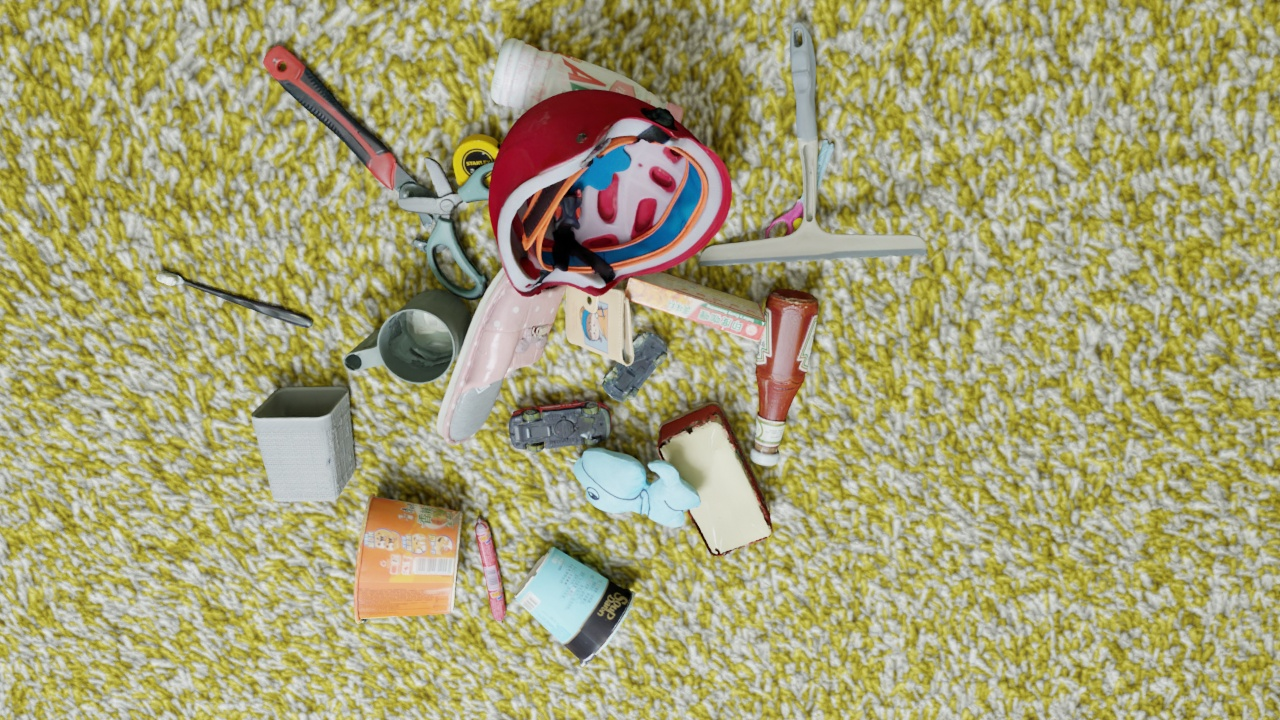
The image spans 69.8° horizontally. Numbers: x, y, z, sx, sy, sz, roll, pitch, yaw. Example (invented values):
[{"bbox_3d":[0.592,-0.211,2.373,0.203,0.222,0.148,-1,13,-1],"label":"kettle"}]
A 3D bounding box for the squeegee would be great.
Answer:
[{"bbox_3d":[0.175,-0.229,0.974,0.247,0.039,0.246,0,100,25],"label":"squeegee"}]

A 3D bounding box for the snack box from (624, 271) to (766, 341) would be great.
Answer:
[{"bbox_3d":[0.060,-0.066,1.014,0.156,0.077,0.027,18,108,-4],"label":"snack box"}]

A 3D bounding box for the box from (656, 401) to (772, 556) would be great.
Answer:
[{"bbox_3d":[0.090,0.143,1.082,0.091,0.079,0.168,-24,107,10],"label":"box"}]

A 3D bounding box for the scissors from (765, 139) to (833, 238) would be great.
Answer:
[{"bbox_3d":[0.179,-0.178,1.008,0.063,0.017,0.135,18,104,9],"label":"scissors"}]

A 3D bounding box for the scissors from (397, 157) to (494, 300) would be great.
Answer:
[{"bbox_3d":[-0.174,-0.145,1.010,0.173,0.019,0.170,-5,121,1],"label":"scissors"}]

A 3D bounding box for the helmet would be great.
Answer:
[{"bbox_3d":[-0.042,-0.178,0.910,0.239,0.144,0.208,-7,142,-31],"label":"helmet"}]

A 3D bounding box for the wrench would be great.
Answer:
[{"bbox_3d":[-0.303,-0.230,1.002,0.056,0.016,0.273,-38,104,12],"label":"wrench"}]

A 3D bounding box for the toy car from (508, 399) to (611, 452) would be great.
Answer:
[{"bbox_3d":[-0.094,0.074,1.082,0.120,0.045,0.053,-4,110,-4],"label":"toy car"}]

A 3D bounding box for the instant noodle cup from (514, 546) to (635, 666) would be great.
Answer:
[{"bbox_3d":[-0.085,0.294,1.131,0.120,0.111,0.111,38,105,-1],"label":"instant noodle cup"}]

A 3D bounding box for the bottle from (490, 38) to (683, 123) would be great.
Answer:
[{"bbox_3d":[-0.054,-0.273,0.956,0.197,0.068,0.068,16,108,-8],"label":"bottle"}]

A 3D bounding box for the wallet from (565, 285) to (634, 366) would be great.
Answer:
[{"bbox_3d":[-0.047,-0.049,1.012,0.024,0.115,0.087,-16,112,-31],"label":"wallet"}]

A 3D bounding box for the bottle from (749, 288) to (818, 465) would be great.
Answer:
[{"bbox_3d":[0.158,0.022,1.052,0.060,0.059,0.206,7,109,-1],"label":"bottle"}]

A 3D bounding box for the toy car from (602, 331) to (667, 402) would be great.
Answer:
[{"bbox_3d":[-0.006,0.006,1.063,0.043,0.034,0.091,37,104,-7],"label":"toy car"}]

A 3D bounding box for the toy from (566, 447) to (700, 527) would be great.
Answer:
[{"bbox_3d":[-0.014,0.145,1.069,0.156,0.049,0.162,37,141,4],"label":"toy"}]

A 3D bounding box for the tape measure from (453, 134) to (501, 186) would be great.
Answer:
[{"bbox_3d":[-0.173,-0.216,0.993,0.060,0.028,0.057,-4,127,1],"label":"tape measure"}]

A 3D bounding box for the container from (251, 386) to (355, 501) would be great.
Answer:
[{"bbox_3d":[-0.390,0.100,1.078,0.090,0.090,0.114,0,112,2],"label":"container"}]

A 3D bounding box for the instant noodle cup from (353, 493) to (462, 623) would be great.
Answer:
[{"bbox_3d":[-0.273,0.237,1.094,0.111,0.151,0.151,5,109,-9],"label":"instant noodle cup"}]

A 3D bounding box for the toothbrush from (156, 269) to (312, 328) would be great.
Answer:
[{"bbox_3d":[-0.468,-0.070,1.060,0.181,0.018,0.016,18,105,-6],"label":"toothbrush"}]

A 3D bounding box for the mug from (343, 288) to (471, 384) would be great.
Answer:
[{"bbox_3d":[-0.256,-0.026,1.023,0.124,0.103,0.084,-12,108,6],"label":"mug"}]

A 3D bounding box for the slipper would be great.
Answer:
[{"bbox_3d":[-0.149,-0.013,1.025,0.054,0.114,0.275,35,110,18],"label":"slipper"}]

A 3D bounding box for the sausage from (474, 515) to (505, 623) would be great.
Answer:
[{"bbox_3d":[-0.189,0.266,1.162,0.020,0.020,0.156,-6,108,3],"label":"sausage"}]
